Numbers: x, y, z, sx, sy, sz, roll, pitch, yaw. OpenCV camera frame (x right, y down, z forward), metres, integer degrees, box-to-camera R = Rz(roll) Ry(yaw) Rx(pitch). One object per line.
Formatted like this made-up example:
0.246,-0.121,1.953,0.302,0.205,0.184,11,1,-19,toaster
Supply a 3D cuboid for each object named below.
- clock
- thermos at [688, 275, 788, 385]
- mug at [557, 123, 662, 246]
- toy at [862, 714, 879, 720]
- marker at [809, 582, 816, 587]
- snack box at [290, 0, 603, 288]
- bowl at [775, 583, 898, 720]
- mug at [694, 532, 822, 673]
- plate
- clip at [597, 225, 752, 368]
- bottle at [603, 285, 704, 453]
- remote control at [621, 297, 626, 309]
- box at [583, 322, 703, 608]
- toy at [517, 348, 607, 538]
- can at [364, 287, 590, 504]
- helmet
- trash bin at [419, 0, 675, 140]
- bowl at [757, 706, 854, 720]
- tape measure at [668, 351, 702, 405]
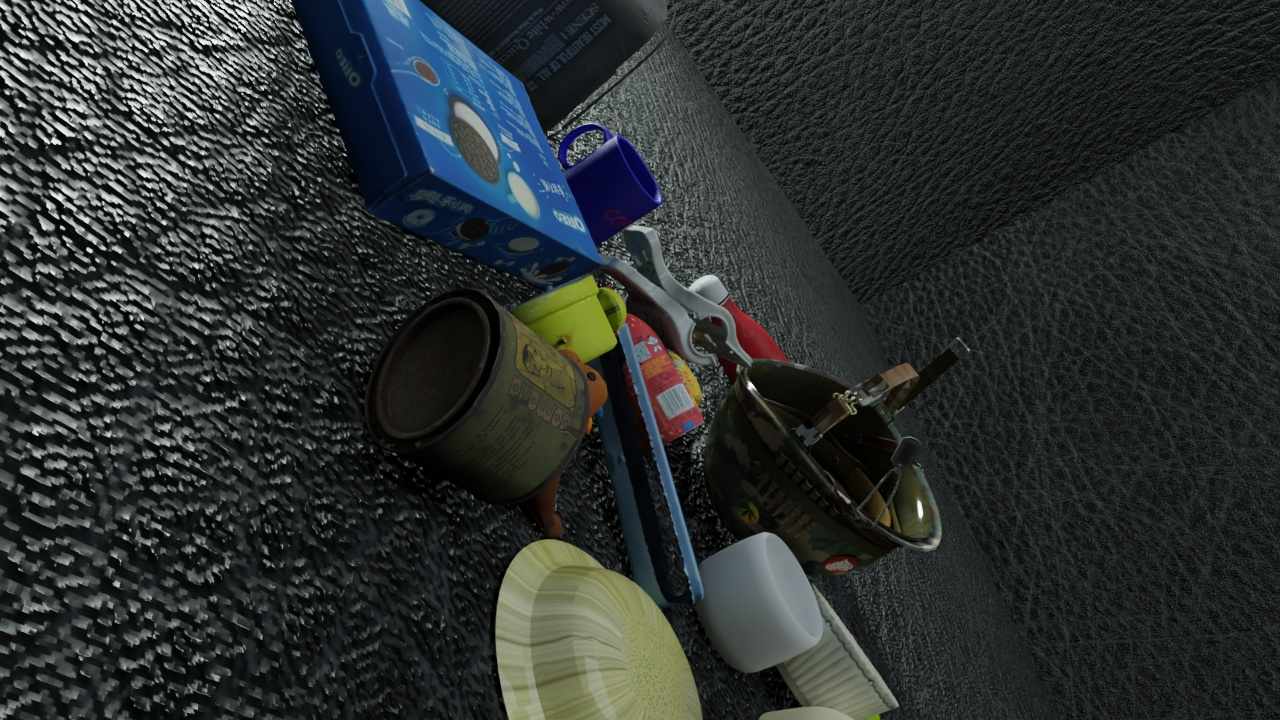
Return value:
-0.055,-0.022,0.624,0.057,0.083,0.118,64,21,-3,clock
0.136,-0.001,1.125,0.240,0.073,0.073,55,18,-13,thermos
-0.042,-0.179,0.905,0.111,0.084,0.079,62,18,9,mug
0.186,0.317,0.821,0.094,0.036,0.093,44,28,-24,toy
0.138,0.208,0.890,0.146,0.017,0.017,39,27,-49,marker
-0.134,-0.167,0.684,0.238,0.056,0.195,21,42,-65,snack box
0.151,0.250,0.756,0.115,0.062,0.115,54,2,-3,bowl
0.089,0.181,0.716,0.094,0.068,0.115,51,20,-26,mug
-0.006,0.178,0.507,0.184,0.036,0.184,51,21,-28,plate
0.017,-0.042,0.791,0.150,0.089,0.125,41,-7,-25,clip
-0.004,0.004,0.754,0.137,0.062,0.062,62,18,6,bottle
-0.012,-0.024,0.860,0.028,0.012,0.124,52,19,-22,remote control
0.011,0.072,0.663,0.067,0.052,0.209,27,45,-62,box
-0.048,0.050,0.555,0.090,0.071,0.103,-40,124,-46,toy
-0.083,0.019,0.469,0.074,0.090,0.089,41,26,-45,can
0.171,0.079,0.801,0.224,0.237,0.192,35,24,28,helmet
-0.118,-0.362,0.836,0.220,0.198,0.197,34,32,-42,trash bin
0.145,0.302,0.666,0.118,0.074,0.117,51,20,-26,bowl
0.032,0.023,0.875,0.068,0.030,0.059,16,46,-62,tape measure
